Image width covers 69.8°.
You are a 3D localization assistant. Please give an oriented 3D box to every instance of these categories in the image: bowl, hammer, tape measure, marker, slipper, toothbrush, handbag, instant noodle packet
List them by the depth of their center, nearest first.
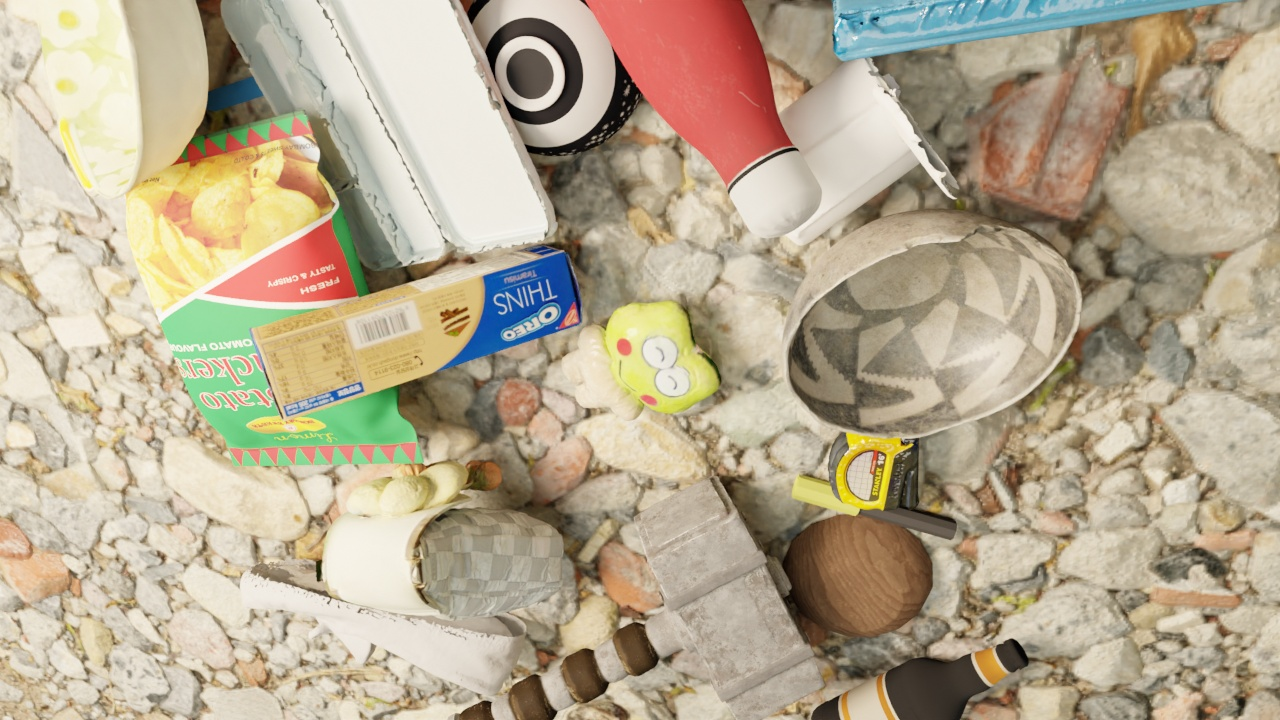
[{"bbox_3d":[-0.059,-0.182,0.566,0.120,0.066,0.120,5,117,9],"label":"bowl"},{"bbox_3d":[0.172,-0.033,0.579,0.178,0.081,0.179,-1,136,-2],"label":"bowl"},{"bbox_3d":[-0.328,-0.201,0.587,0.188,0.060,0.220,55,135,19],"label":"bowl"},{"bbox_3d":[-0.233,-0.197,0.627,0.167,0.014,0.016,-9,116,20],"label":"toothbrush"},{"bbox_3d":[-0.272,-0.036,0.664,0.196,0.090,0.253,-4,111,26],"label":"instant noodle packet"},{"bbox_3d":[0.168,0.074,0.665,0.064,0.037,0.066,-2,114,12],"label":"tape measure"},{"bbox_3d":[0.176,0.112,0.694,0.124,0.017,0.021,16,151,2],"label":"marker"},{"bbox_3d":[-0.034,0.238,0.704,0.326,0.079,0.177,-27,109,0],"label":"hammer"},{"bbox_3d":[-0.142,0.135,0.705,0.113,0.171,0.123,-10,75,35],"label":"handbag"},{"bbox_3d":[0.170,0.177,0.719,0.118,0.030,0.118,5,117,9],"label":"bowl"},{"bbox_3d":[-0.225,0.226,0.794,0.247,0.112,0.074,18,78,-1],"label":"slipper"}]

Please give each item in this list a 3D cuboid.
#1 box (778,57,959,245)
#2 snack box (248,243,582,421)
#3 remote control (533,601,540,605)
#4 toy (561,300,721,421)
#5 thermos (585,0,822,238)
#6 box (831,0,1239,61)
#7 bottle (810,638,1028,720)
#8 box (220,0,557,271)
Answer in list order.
[{"bbox_3d":[0.111,-0.109,0.522,0.106,0.150,0.080,-36,106,22],"label":"box"},{"bbox_3d":[-0.143,-0.022,0.608,0.206,0.056,0.057,-19,110,-20],"label":"snack box"},{"bbox_3d":[-0.149,0.188,0.801,0.131,0.012,0.033,10,118,6],"label":"remote control"},{"bbox_3d":[-0.004,0.004,0.662,0.115,0.046,0.092,-17,115,27],"label":"toy"},{"bbox_3d":[0.025,-0.174,0.501,0.073,0.073,0.240,-32,81,24],"label":"thermos"},{"bbox_3d":[0.217,-0.206,0.484,0.232,0.093,0.052,-4,116,15],"label":"box"},{"bbox_3d":[0.226,0.273,0.740,0.182,0.059,0.059,-38,104,25],"label":"bottle"},{"bbox_3d":[-0.160,-0.157,0.586,0.189,0.037,0.209,-8,121,32],"label":"box"}]
